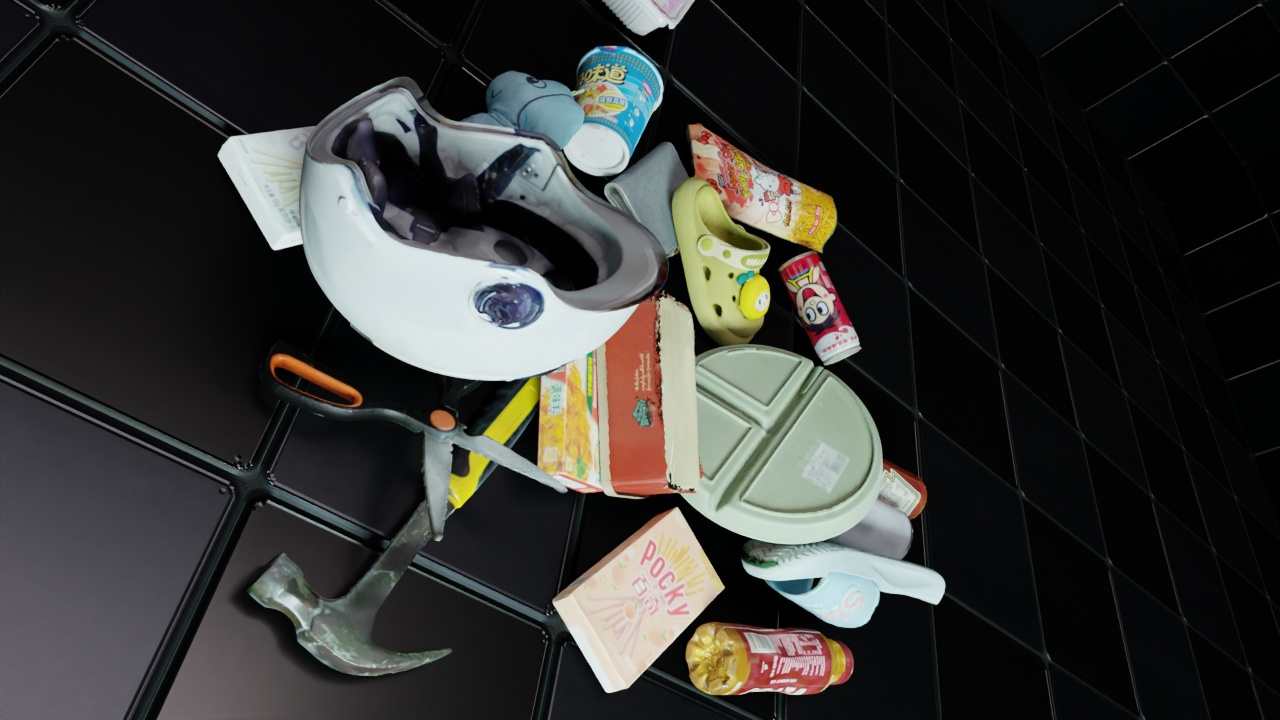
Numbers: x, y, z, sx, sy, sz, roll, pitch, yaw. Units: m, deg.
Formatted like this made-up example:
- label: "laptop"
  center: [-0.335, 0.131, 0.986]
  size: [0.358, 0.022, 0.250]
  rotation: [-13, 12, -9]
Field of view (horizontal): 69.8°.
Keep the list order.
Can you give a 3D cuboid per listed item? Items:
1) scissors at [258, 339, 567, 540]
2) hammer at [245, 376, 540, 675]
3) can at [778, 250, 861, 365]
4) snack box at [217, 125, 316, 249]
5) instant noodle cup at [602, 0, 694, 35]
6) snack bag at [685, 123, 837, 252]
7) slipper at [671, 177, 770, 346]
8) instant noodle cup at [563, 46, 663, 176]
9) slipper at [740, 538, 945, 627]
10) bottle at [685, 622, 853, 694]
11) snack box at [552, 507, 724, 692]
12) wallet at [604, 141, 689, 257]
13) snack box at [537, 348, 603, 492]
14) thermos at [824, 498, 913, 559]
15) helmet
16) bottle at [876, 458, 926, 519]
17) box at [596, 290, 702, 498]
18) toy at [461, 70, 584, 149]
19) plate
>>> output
- label: "scissors"
  center: [-0.153, 0.035, 0.660]
  size: [0.230, 0.022, 0.220]
  rotation: [27, 34, -9]
- label: "hammer"
  center: [-0.134, 0.090, 0.676]
  size: [0.126, 0.032, 0.322]
  rotation: [48, 40, -12]
- label: "can"
  center: [0.220, -0.064, 1.125]
  size: [0.053, 0.053, 0.132]
  rotation: [-10, 73, -49]
- label: "snack box"
  center: [-0.240, -0.143, 0.723]
  size: [0.156, 0.027, 0.084]
  rotation: [-29, 87, -50]
- label: "instant noodle cup"
  center: [-0.017, -0.489, 1.154]
  size: [0.173, 0.061, 0.137]
  rotation: [44, 41, -18]
- label: "snack bag"
  center: [0.145, -0.211, 1.148]
  size: [0.207, 0.073, 0.128]
  rotation: [21, 52, -27]
- label: "slipper"
  center: [0.093, -0.106, 0.977]
  size: [0.091, 0.082, 0.190]
  rotation: [-30, 105, -49]
- label: "instant noodle cup"
  center: [-0.035, -0.256, 0.964]
  size: [0.099, 0.099, 0.109]
  rotation: [34, 54, -26]
- label: "slipper"
  center: [0.194, 0.216, 0.883]
  size: [0.245, 0.104, 0.074]
  rotation: [17, 80, -32]
- label: "bottle"
  center: [0.120, 0.262, 0.803]
  size: [0.174, 0.058, 0.057]
  rotation: [17, 54, -39]
- label: "snack box"
  center: [0.003, 0.191, 0.755]
  size: [0.156, 0.026, 0.084]
  rotation: [-29, 88, -50]
- label: "wallet"
  center: [0.019, -0.167, 0.996]
  size: [0.106, 0.037, 0.129]
  rotation: [60, 39, -16]
- label: "snack box"
  center: [-0.054, 0.026, 0.761]
  size: [0.077, 0.027, 0.155]
  rotation: [35, 51, -60]
- label: "thermos"
  center: [0.183, 0.149, 0.939]
  size: [0.224, 0.073, 0.073]
  rotation: [28, 47, -30]
- label: "helmet"
  center: [-0.125, -0.071, 0.665]
  size: [0.258, 0.146, 0.228]
  rotation: [21, 32, -21]
- label: "bottle"
  center: [0.230, 0.121, 1.014]
  size: [0.206, 0.060, 0.059]
  rotation: [26, 49, -28]
- label: "box"
  center: [0.016, 0.031, 0.788]
  size: [0.091, 0.078, 0.168]
  rotation: [24, 62, -64]
- label: "toy"
  center: [-0.111, -0.228, 0.879]
  size: [0.156, 0.050, 0.161]
  rotation: [-21, 57, -30]
- label: "plate"
  center: [0.124, 0.068, 0.872]
  size: [0.230, 0.028, 0.229]
  rotation: [6, 48, -7]
